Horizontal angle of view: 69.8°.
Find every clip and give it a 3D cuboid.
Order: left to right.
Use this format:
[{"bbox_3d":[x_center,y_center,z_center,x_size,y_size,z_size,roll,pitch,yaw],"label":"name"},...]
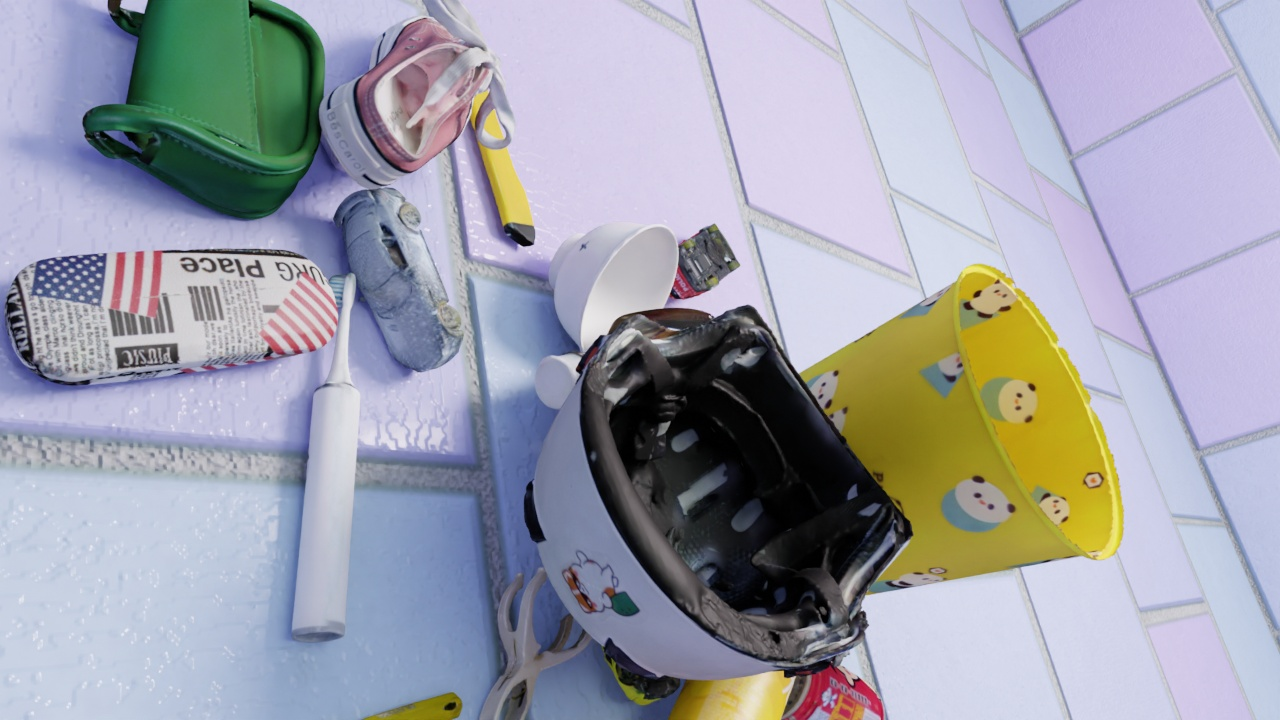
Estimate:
[{"bbox_3d":[-0.072,0.167,0.552,0.101,0.035,0.095,-31,96,-45],"label":"clip"}]

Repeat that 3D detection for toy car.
[{"bbox_3d":[-0.154,-0.050,0.578,0.036,0.054,0.120,-20,84,-55],"label":"toy car"},{"bbox_3d":[-0.009,0.179,0.618,0.048,0.032,0.105,11,48,-45],"label":"toy car"},{"bbox_3d":[0.053,-0.090,0.848,0.053,0.045,0.120,60,31,-4],"label":"toy car"}]

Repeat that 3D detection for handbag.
[{"bbox_3d":[-0.249,-0.155,0.532,0.120,0.068,0.131,15,57,-35],"label":"handbag"}]

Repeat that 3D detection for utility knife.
[{"bbox_3d":[-0.113,-0.159,0.725,0.033,0.015,0.156,4,63,-55],"label":"utility knife"}]

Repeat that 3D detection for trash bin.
[{"bbox_3d":[0.207,0.079,0.743,0.229,0.256,0.229,27,49,-36],"label":"trash bin"}]

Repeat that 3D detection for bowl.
[{"bbox_3d":[-0.031,-0.062,0.706,0.065,0.118,0.118,30,29,25],"label":"bowl"}]

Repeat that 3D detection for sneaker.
[{"bbox_3d":[-0.133,-0.186,0.615,0.240,0.088,0.118,-86,153,-61],"label":"sneaker"}]

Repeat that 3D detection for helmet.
[{"bbox_3d":[0.029,0.095,0.576,0.230,0.157,0.273,53,36,7],"label":"helmet"}]

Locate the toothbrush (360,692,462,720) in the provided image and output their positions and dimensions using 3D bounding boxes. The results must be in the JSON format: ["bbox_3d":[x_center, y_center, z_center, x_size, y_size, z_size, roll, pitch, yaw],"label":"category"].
[{"bbox_3d":[-0.164,0.190,0.443,0.189,0.017,0.015,2,66,-48],"label":"toothbrush"}]

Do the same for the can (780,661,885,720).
[{"bbox_3d":[0.133,0.260,0.699,0.093,0.067,0.066,36,44,-29],"label":"can"}]

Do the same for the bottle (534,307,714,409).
[{"bbox_3d":[-0.004,0.004,0.683,0.194,0.044,0.080,-13,102,-56],"label":"bottle"}]

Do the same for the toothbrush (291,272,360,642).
[{"bbox_3d":[-0.173,0.044,0.517,0.026,0.027,0.220,-2,62,-7],"label":"toothbrush"}]

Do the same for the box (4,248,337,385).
[{"bbox_3d":[-0.237,-0.024,0.481,0.163,0.052,0.069,-7,60,-49],"label":"box"}]

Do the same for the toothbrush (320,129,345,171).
[{"bbox_3d":[-0.240,-0.210,0.609,0.189,0.029,0.021,61,0,-2],"label":"toothbrush"}]

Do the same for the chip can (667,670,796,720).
[{"bbox_3d":[0.064,0.224,0.617,0.072,0.072,0.212,50,42,-14],"label":"chip can"}]
